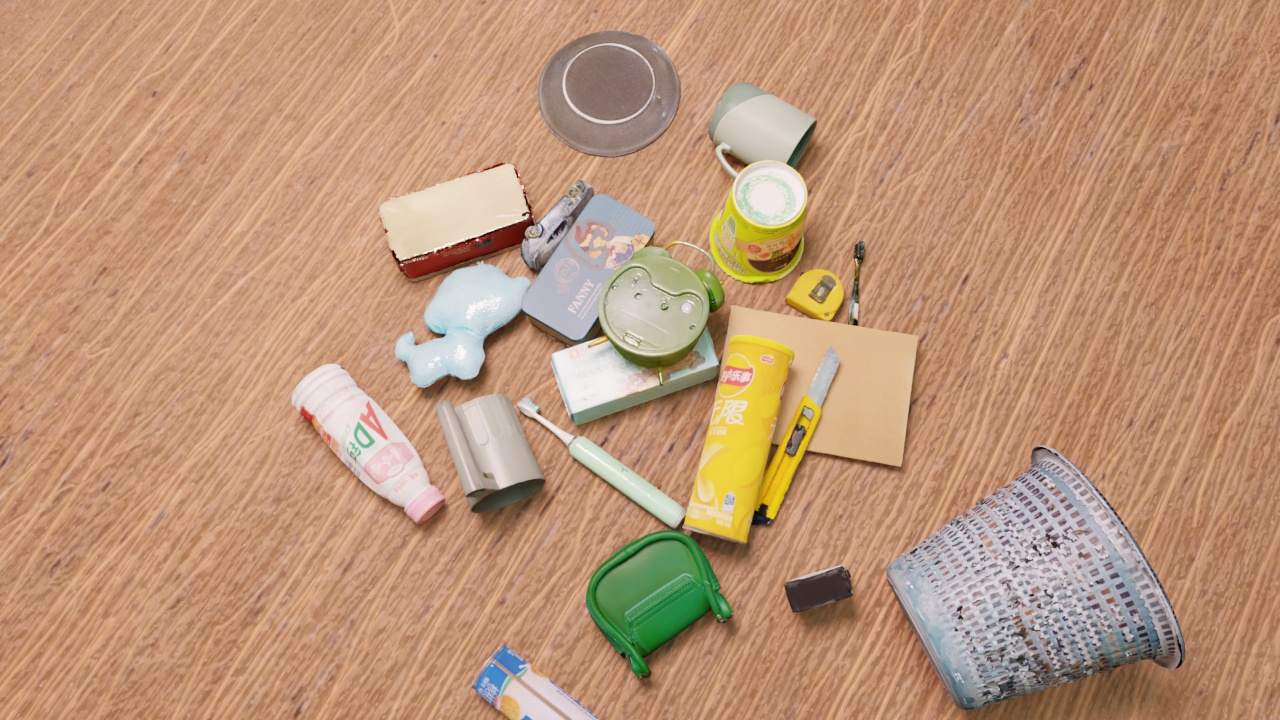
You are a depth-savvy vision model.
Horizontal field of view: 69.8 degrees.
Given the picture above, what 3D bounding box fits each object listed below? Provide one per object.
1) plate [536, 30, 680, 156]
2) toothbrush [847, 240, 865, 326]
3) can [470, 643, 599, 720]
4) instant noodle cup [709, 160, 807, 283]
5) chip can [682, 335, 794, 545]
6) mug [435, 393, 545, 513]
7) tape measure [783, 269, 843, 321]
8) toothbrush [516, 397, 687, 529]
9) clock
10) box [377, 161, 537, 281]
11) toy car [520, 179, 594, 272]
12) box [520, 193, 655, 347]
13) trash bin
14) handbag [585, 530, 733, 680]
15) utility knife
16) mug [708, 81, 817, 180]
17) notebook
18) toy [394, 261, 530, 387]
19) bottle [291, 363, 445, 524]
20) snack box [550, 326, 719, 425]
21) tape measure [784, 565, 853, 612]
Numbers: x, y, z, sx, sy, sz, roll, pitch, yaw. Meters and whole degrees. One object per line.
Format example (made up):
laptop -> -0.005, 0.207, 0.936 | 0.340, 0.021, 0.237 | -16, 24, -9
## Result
plate -> -0.039, -0.337, 1.134 | 0.179, 0.024, 0.179 | 0, 73, 1
toothbrush -> 0.243, -0.050, 1.045 | 0.012, 0.017, 0.185 | 9, 74, 1
can -> -0.101, 0.345, 0.913 | 0.134, 0.053, 0.053 | 35, 77, 11
instant noodle cup -> 0.136, -0.159, 1.025 | 0.112, 0.123, 0.111 | 0, 73, 1
chip can -> 0.103, 0.083, 0.971 | 0.072, 0.072, 0.213 | 15, 80, 5
mug -> -0.164, 0.095, 0.956 | 0.084, 0.124, 0.103 | -28, 71, 11
tape measure -> 0.203, -0.076, 1.048 | 0.060, 0.029, 0.057 | 32, 76, 10
toothbrush -> -0.045, 0.110, 0.998 | 0.224, 0.027, 0.027 | 34, 46, 11
clock -> 0.023, -0.062, 0.980 | 0.116, 0.056, 0.161 | 28, 72, 12
box -> -0.210, -0.165, 1.057 | 0.168, 0.077, 0.091 | -19, 74, -5
toy car -> -0.093, -0.156, 1.064 | 0.037, 0.054, 0.120 | 35, 76, 13
box -> -0.060, -0.094, 1.042 | 0.090, 0.061, 0.184 | 28, 74, 10
trash bin -> 0.354, 0.223, 0.875 | 0.195, 0.226, 0.226 | -27, 74, 6
handbag -> 0.016, 0.242, 0.935 | 0.131, 0.068, 0.120 | -34, 77, -9
utility knife -> 0.167, 0.081, 0.992 | 0.033, 0.015, 0.215 | 25, 84, 7
mug -> 0.133, -0.260, 1.077 | 0.106, 0.082, 0.111 | 32, 79, 9
notebook -> 0.191, 0.026, 1.016 | 0.211, 0.012, 0.149 | 10, 77, 8
toy -> -0.199, -0.047, 1.035 | 0.161, 0.050, 0.156 | -11, 64, 3
bottle -> -0.289, 0.092, 0.988 | 0.068, 0.068, 0.197 | -44, 80, -11
snack box -> -0.006, 0.006, 1.015 | 0.175, 0.052, 0.074 | -19, 72, -5
tape measure -> 0.183, 0.233, 0.936 | 0.066, 0.066, 0.033 | -19, 76, 12
